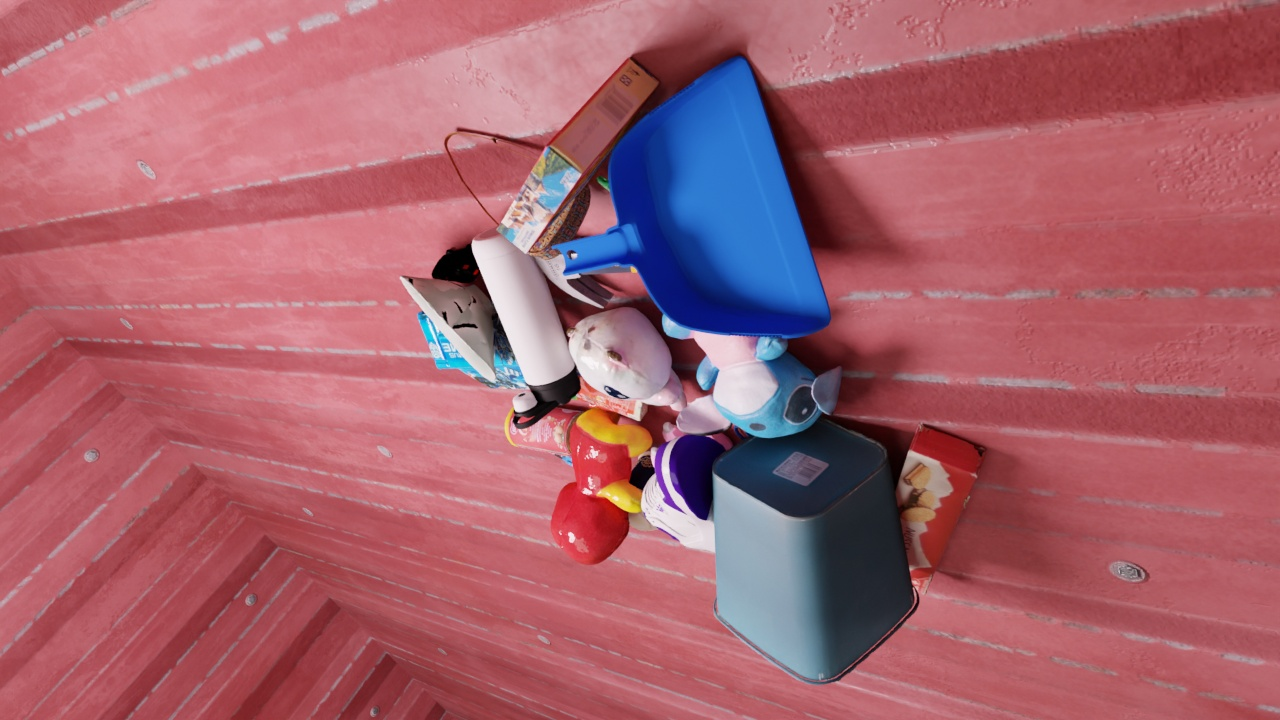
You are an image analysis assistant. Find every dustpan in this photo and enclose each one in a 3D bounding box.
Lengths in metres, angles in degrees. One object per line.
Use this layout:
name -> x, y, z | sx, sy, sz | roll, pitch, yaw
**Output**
dustpan -> 0.021, -0.122, 0.860 | 0.258, 0.059, 0.245 | -6, 112, 44

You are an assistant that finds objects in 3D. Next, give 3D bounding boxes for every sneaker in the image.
sneaker -> 0.046, 0.155, 1.096 | 0.111, 0.091, 0.244 | 9, 149, 27

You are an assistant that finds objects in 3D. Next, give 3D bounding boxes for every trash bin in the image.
trash bin -> 0.187, 0.197, 1.033 | 0.197, 0.198, 0.219 | 26, 137, 46

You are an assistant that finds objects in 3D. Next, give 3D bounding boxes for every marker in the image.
marker -> -0.130, 0.144, 1.430 | 0.123, 0.015, 0.018 | 25, 147, 18

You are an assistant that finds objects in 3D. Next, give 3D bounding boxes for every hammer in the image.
hammer -> 0.010, -0.116, 0.962 | 0.313, 0.035, 0.139 | 2, 134, 39

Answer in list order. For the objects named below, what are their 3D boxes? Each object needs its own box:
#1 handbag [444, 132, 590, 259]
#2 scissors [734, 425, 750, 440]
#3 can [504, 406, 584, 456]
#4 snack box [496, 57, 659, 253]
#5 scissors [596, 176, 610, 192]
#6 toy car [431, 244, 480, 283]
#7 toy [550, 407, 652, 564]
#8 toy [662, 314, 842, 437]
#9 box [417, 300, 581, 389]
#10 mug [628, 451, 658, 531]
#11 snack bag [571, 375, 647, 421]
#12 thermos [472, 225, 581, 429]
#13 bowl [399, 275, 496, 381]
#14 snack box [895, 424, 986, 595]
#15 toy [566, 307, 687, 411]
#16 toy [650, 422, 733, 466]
handbag -> -0.139, -0.187, 0.978 | 0.196, 0.093, 0.043 | 36, -169, 24
scissors -> 0.118, 0.058, 1.104 | 0.084, 0.016, 0.135 | -11, 124, 50
can -> -0.131, 0.100, 1.328 | 0.125, 0.066, 0.067 | 6, 137, 37
snack box -> -0.059, -0.185, 0.837 | 0.040, 0.142, 0.145 | 38, 147, -7
scissors -> 0.000, -0.143, 0.913 | 0.132, 0.012, 0.108 | 36, 122, 17
toy car -> -0.228, -0.118, 1.164 | 0.092, 0.042, 0.036 | -4, 142, 44
toy -> -0.060, 0.174, 1.231 | 0.098, 0.216, 0.147 | 7, -165, -30
toy -> 0.104, 0.006, 0.979 | 0.225, 0.098, 0.191 | -18, 114, 52
box -> -0.192, -0.004, 1.260 | 0.244, 0.060, 0.175 | -2, 132, 43
mug -> 0.004, 0.191, 1.301 | 0.112, 0.089, 0.086 | -5, 130, 45
snack bag -> -0.067, 0.041, 1.187 | 0.155, 0.044, 0.087 | 11, 155, 11
thermos -> -0.144, -0.040, 1.088 | 0.069, 0.101, 0.230 | 19, 132, 56
bowl -> -0.220, -0.058, 1.155 | 0.174, 0.067, 0.174 | 44, 167, 12
snack box -> 0.321, 0.179, 1.047 | 0.077, 0.044, 0.273 | 22, 145, 19
toy -> -0.006, 0.006, 1.081 | 0.139, 0.101, 0.179 | 31, 172, 48
toy -> 0.080, 0.148, 1.204 | 0.123, 0.067, 0.157 | -2, 137, 40
